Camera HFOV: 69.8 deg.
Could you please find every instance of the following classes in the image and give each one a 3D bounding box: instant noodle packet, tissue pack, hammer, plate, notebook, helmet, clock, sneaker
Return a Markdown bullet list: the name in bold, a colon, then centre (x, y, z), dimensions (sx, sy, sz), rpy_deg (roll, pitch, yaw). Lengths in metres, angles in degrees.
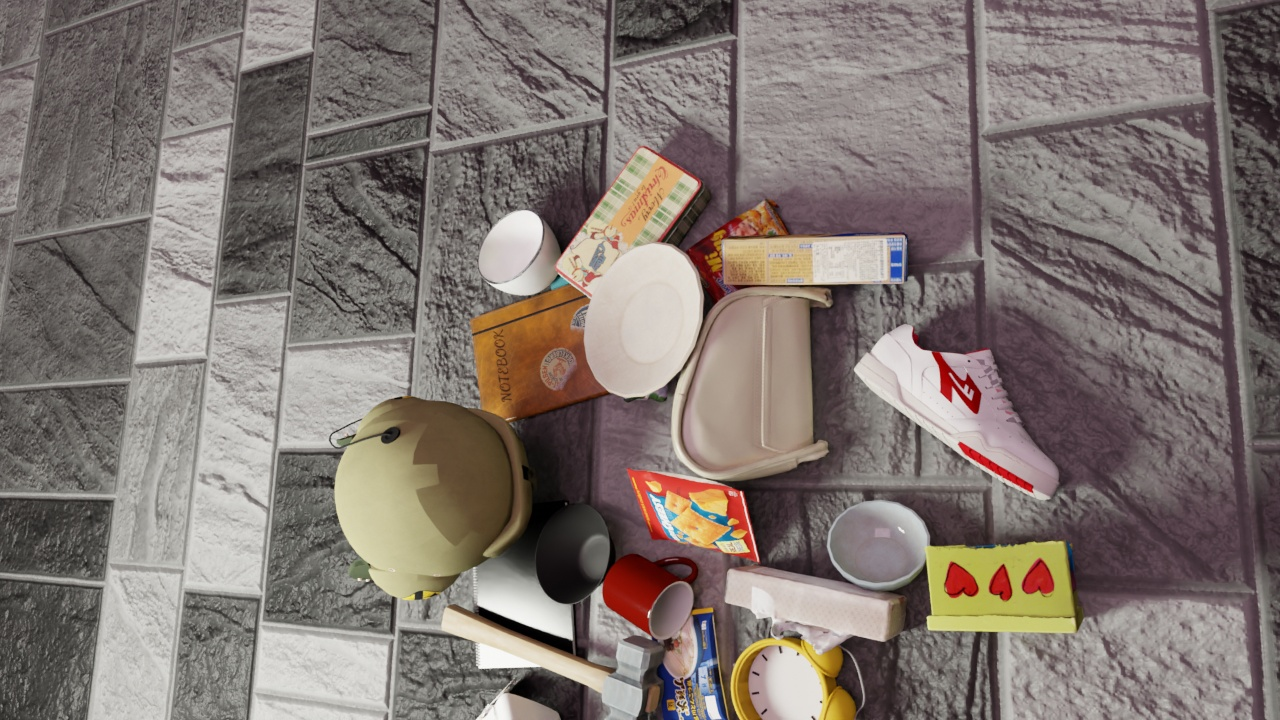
- **instant noodle packet**: centre (0.057, 0.365, 1.080), dimensions (0.087, 0.026, 0.134), rpy_deg (-16, 74, 28)
- **tissue pack**: centre (0.185, 0.268, 0.991), dimensions (0.182, 0.103, 0.071), rpy_deg (10, 87, 27)
- **hammer**: centre (-0.120, 0.366, 1.139), dimensions (0.323, 0.051, 0.117), rpy_deg (10, 90, 31)
- **instant noodle packet**: centre (0.130, -0.129, 1.130), dimensions (0.136, 0.039, 0.098), rpy_deg (-32, 75, 18)
- **plate**: centre (0.007, -0.047, 1.096), dimensions (0.189, 0.027, 0.188), rpy_deg (-14, 69, 40)
- **notebook**: centre (-0.156, 0.295, 1.208), dimensions (0.149, 0.016, 0.206), rpy_deg (-10, 76, 24)
- **helmet**: centre (-0.245, 0.161, 1.131), dimensions (0.233, 0.255, 0.250), rpy_deg (-17, 75, 27)
- **notebook**: centre (-0.119, -0.022, 1.249), dimensions (0.250, 0.014, 0.178), rpy_deg (-17, 73, 23)
- **clock**: centre (0.172, 0.361, 1.011), dimensions (0.152, 0.052, 0.113), rpy_deg (-20, 72, 27)
- **sneaker**: centre (0.349, 0.041, 0.965), dimensions (0.236, 0.090, 0.104), rpy_deg (39, 93, 31)

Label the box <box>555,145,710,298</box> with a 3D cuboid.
- **box**: centre (-0.012, -0.168, 1.191), dimensions (0.117, 0.050, 0.205), rpy_deg (39, 93, 23)

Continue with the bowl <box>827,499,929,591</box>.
- **bowl**: centre (0.257, 0.205, 0.986), dimensions (0.106, 0.039, 0.106), rpy_deg (-12, 44, 11)

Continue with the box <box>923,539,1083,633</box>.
- **box**: centre (0.342, 0.210, 0.855), dimensions (0.125, 0.220, 0.082), rpy_deg (-8, 78, 23)

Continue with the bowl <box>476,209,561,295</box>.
- **bowl**: centre (-0.159, -0.140, 1.251), dimensions (0.117, 0.065, 0.116), rpy_deg (-16, 57, 27)

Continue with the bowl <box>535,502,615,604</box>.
- **bowl**: centre (-0.069, 0.244, 1.146), dimensions (0.124, 0.052, 0.124), rpy_deg (-17, 63, 35)

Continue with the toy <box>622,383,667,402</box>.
- **toy**: centre (-0.007, 0.007, 1.162), dimensions (0.080, 0.037, 0.099), rpy_deg (-2, 71, -15)

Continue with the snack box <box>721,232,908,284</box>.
- **snack box**: centre (0.200, -0.117, 1.055), dimensions (0.207, 0.057, 0.056), rpy_deg (1, 100, 16)

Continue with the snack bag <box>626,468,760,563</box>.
- **snack bag**: centre (0.064, 0.180, 1.070), dimensions (0.144, 0.131, 0.039), rpy_deg (8, 45, 28)

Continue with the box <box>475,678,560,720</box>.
- **box**: centre (-0.168, 0.458, 1.156), dimensions (0.110, 0.103, 0.130), rpy_deg (-54, 26, 7)

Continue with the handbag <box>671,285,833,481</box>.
- **handbag**: centre (0.130, 0.028, 1.086), dimensions (0.184, 0.132, 0.229), rpy_deg (2, 84, 2)

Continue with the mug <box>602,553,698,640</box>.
- **mug**: centre (0.019, 0.269, 1.092), dimensions (0.105, 0.073, 0.083), rpy_deg (-38, 38, -28)
